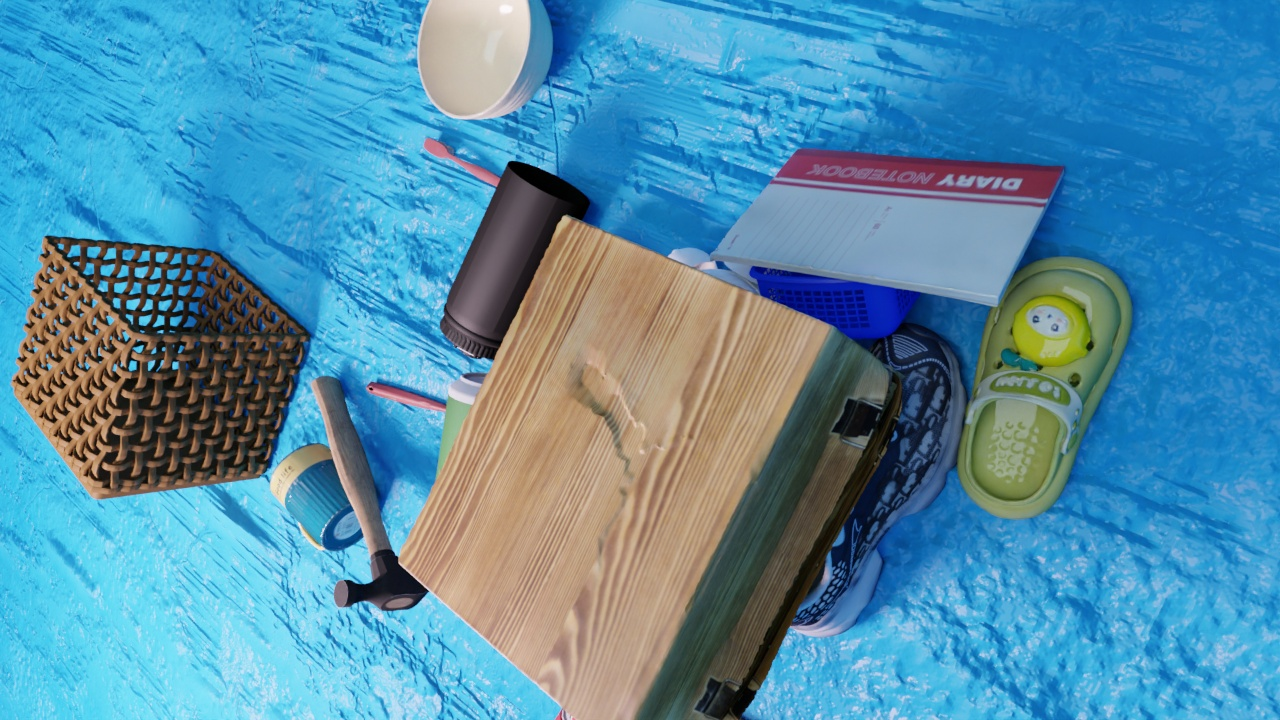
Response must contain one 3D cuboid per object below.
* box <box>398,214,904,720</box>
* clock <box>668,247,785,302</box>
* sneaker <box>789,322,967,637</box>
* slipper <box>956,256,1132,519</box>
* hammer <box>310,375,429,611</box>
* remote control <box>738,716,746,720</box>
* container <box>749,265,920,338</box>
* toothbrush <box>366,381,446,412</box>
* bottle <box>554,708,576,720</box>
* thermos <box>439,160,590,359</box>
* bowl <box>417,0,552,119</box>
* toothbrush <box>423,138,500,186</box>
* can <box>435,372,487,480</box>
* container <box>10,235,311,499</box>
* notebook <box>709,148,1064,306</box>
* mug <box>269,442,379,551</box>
[{"bbox_3d":[0.012,0.078,0.627,0.245,0.168,0.279,28,91,39],"label":"box"},{"bbox_3d":[0.063,-0.016,0.771,0.126,0.072,0.161,1,92,35],"label":"clock"},{"bbox_3d":[0.146,0.098,0.681,0.103,0.132,0.270,32,107,32],"label":"sneaker"},{"bbox_3d":[0.264,0.021,0.630,0.092,0.081,0.191,22,106,35],"label":"slipper"},{"bbox_3d":[-0.310,0.138,1.026,0.040,0.132,0.305,-48,54,26],"label":"hammer"},{"bbox_3d":[0.089,0.332,0.800,0.124,0.009,0.046,20,102,33],"label":"remote control"},{"bbox_3d":[0.151,-0.059,0.695,0.114,0.095,0.058,4,125,37],"label":"container"},{"bbox_3d":[-0.241,0.048,1.019,0.190,0.016,0.016,12,99,34],"label":"toothbrush"},{"bbox_3d":[-0.020,0.294,0.844,0.062,0.062,0.177,50,117,23],"label":"bottle"},{"bbox_3d":[-0.131,-0.085,0.897,0.086,0.086,0.199,40,113,27],"label":"thermos"},{"bbox_3d":[-0.141,-0.307,0.905,0.151,0.075,0.151,1,93,35],"label":"bowl"},{"bbox_3d":[-0.162,-0.194,0.962,0.184,0.015,0.015,32,109,27],"label":"toothbrush"},{"bbox_3d":[-0.155,0.087,0.918,0.088,0.087,0.140,16,100,34],"label":"can"},{"bbox_3d":[-0.600,0.004,1.145,0.252,0.219,0.214,34,110,29],"label":"container"},{"bbox_3d":[0.176,-0.105,0.664,0.209,0.152,0.012,13,140,33],"label":"notebook"},{"bbox_3d":[-0.372,0.172,1.080,0.107,0.083,0.114,36,123,25],"label":"mug"}]
